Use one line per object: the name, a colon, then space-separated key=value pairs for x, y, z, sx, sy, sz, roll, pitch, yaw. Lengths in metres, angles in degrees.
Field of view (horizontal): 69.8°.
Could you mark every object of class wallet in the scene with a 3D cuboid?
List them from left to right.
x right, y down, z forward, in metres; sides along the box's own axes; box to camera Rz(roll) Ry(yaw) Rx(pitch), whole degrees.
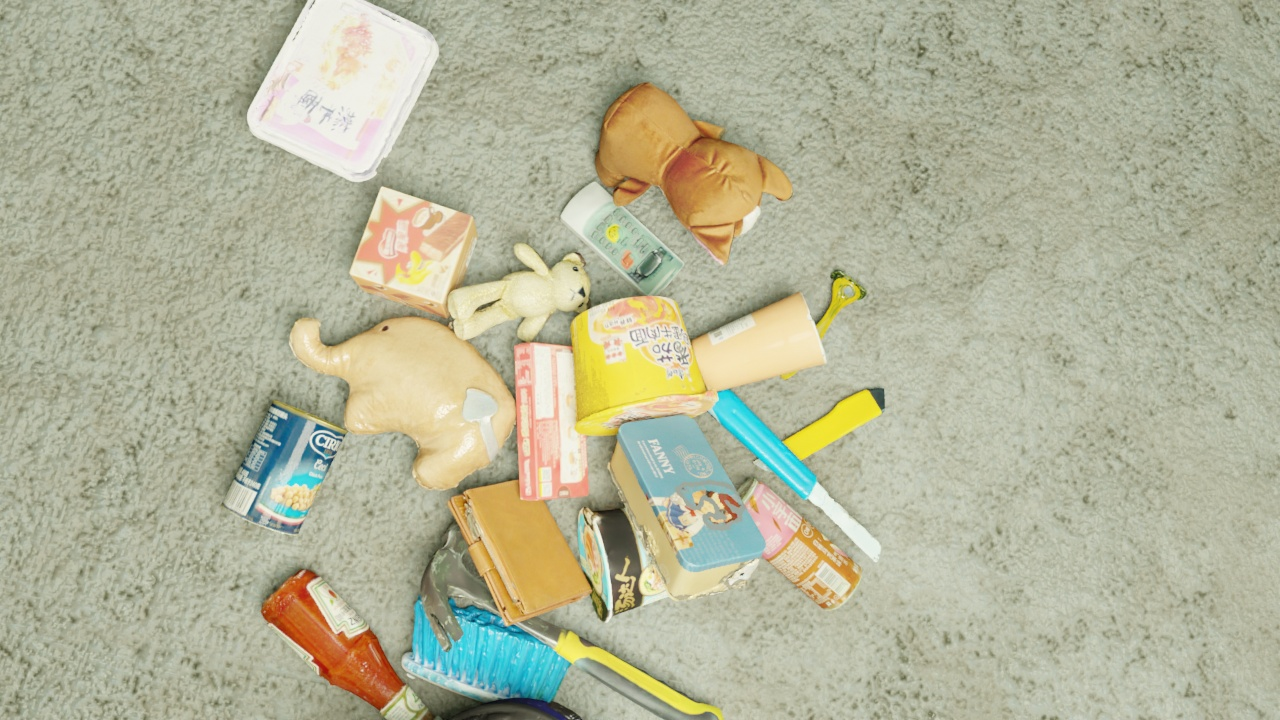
wallet: x=-0.113 y=0.176 z=0.866 sx=0.031 sy=0.107 sz=0.131 roll=-45 pitch=67 yaw=31

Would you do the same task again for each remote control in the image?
remote control: x=-0.020 y=-0.126 z=0.966 sx=0.135 sy=0.019 sz=0.056 roll=43 pitch=80 yaw=0

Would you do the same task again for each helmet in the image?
helmet: x=-0.113 y=0.399 z=0.753 sx=0.247 sy=0.316 sz=0.239 roll=37 pitch=35 yaw=19

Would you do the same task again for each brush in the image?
brush: x=-0.084 y=0.328 z=0.888 sx=0.314 sy=0.060 sz=0.109 roll=22 pitch=86 yaw=-6

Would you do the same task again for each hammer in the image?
hammer: x=-0.060 y=0.274 z=0.859 sx=0.323 sy=0.125 sz=0.032 roll=33 pitch=118 yaw=-9

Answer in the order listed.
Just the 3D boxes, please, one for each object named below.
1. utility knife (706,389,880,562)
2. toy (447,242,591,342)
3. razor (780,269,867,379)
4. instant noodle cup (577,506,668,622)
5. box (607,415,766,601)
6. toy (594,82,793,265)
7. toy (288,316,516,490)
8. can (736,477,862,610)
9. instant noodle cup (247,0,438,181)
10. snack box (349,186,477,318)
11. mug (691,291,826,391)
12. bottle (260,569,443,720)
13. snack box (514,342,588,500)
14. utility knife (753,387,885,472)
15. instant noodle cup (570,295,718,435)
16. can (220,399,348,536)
utility knife: x=0.157 y=0.116 z=0.938 sx=0.034 sy=0.018 sz=0.236 roll=-43 pitch=79 yaw=-13
toy: x=-0.117 y=-0.062 z=0.909 sx=0.157 sy=0.066 sz=0.105 roll=-19 pitch=114 yaw=-31
razor: x=0.190 y=-0.034 z=0.980 sx=0.043 sy=0.028 sz=0.132 roll=38 pitch=82 yaw=-5
instant noodle cup: x=0.010 y=0.186 z=0.892 sx=0.120 sy=0.111 sz=0.111 roll=-9 pitch=84 yaw=-16
box: x=0.036 y=0.128 z=0.849 sx=0.089 sy=0.062 sz=0.184 roll=-8 pitch=49 yaw=-28
toy: x=0.047 y=-0.189 z=0.936 sx=0.199 sy=0.130 sz=0.140 roll=35 pitch=81 yaw=20
toy: x=-0.226 y=0.020 z=0.891 sx=0.226 sy=0.083 sz=0.143 roll=37 pitch=62 yaw=2
can: x=0.153 y=0.186 z=0.929 sx=0.147 sy=0.058 sz=0.058 roll=41 pitch=80 yaw=-1
instant noodle cup: x=-0.295 y=-0.271 z=0.930 sx=0.138 sy=0.060 sz=0.173 roll=24 pitch=82 yaw=-4
snack box: x=-0.222 y=-0.105 z=0.908 sx=0.094 sy=0.077 sz=0.092 roll=18 pitch=81 yaw=-4
mug: x=0.118 y=-0.014 z=0.933 sx=0.123 sy=0.078 sz=0.078 roll=-19 pitch=85 yaw=7
bottle: x=-0.266 y=0.286 z=0.864 sx=0.206 sy=0.060 sz=0.059 roll=45 pitch=80 yaw=0
snack box: x=-0.088 y=0.060 z=0.909 sx=0.026 sy=0.075 sz=0.153 roll=-8 pitch=82 yaw=36
utility knife: x=0.191 y=0.074 z=0.970 sx=0.163 sy=0.015 sz=0.033 roll=-28 pitch=80 yaw=-9
instant noodle cup: x=-0.005 y=0.005 z=0.900 sx=0.138 sy=0.138 sz=0.109 roll=-8 pitch=76 yaw=-8
can: x=-0.337 y=0.102 z=0.869 sx=0.075 sy=0.075 sz=0.111 roll=24 pitch=81 yaw=-4
